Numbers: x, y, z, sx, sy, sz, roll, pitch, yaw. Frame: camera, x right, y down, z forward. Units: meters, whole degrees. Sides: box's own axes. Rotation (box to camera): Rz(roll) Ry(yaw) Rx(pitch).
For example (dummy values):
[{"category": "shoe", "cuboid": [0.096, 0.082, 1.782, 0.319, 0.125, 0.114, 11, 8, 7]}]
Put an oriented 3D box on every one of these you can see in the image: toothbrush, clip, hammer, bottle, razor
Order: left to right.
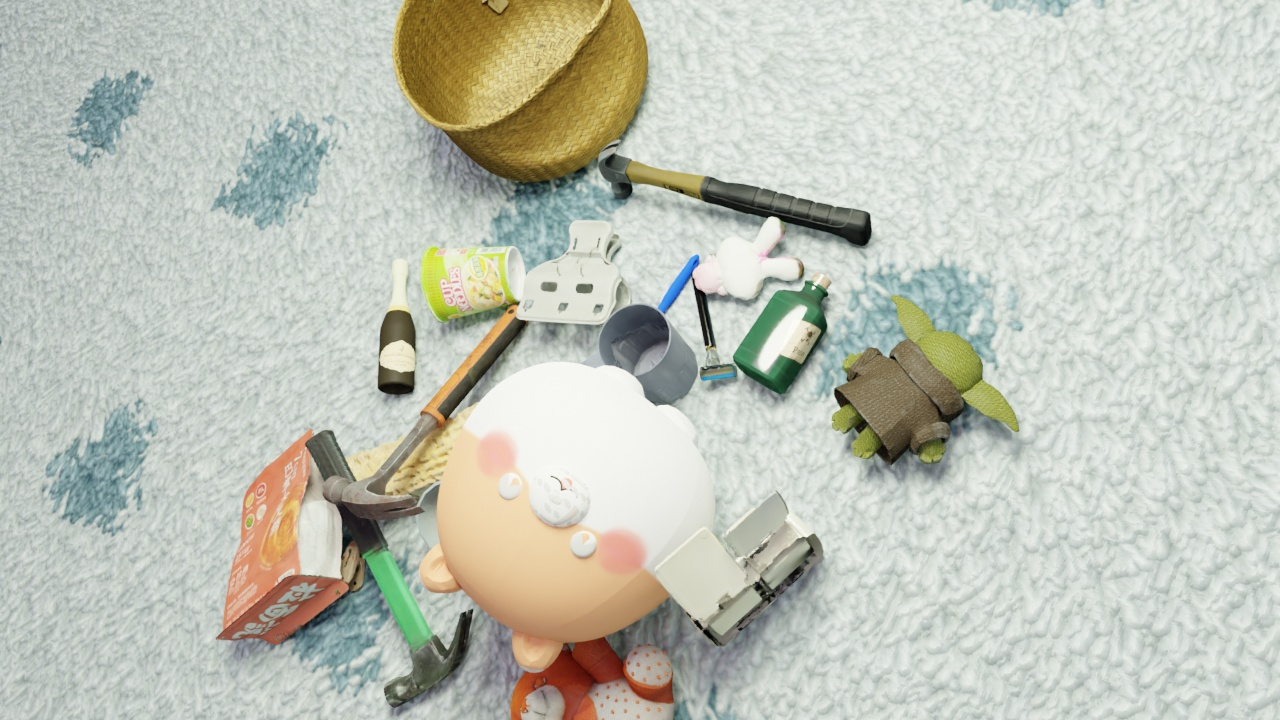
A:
[{"category": "clip", "cuboid": [-0.351, 0.245, 1.101, 0.024, 0.041, 0.060, -6, 73, 19]}, {"category": "hammer", "cuboid": [-0.300, 0.221, 1.048, 0.130, 0.032, 0.318, -34, 76, 11]}, {"category": "bottle", "cuboid": [-0.316, -0.048, 1.195, 0.045, 0.045, 0.184, -12, 66, 18]}, {"category": "hammer", "cuboid": [-0.219, 0.052, 1.056, 0.138, 0.035, 0.313, 9, 51, 39]}, {"category": "clip", "cuboid": [-0.068, -0.094, 1.115, 0.126, 0.096, 0.151, 6, 52, 23]}, {"category": "toothbrush", "cuboid": [0.015, -0.051, 1.075, 0.018, 0.016, 0.182, 31, 85, 34]}, {"category": "razor", "cuboid": [0.076, -0.039, 1.044, 0.043, 0.022, 0.144, -6, 60, -7]}, {"category": "hammer", "cuboid": [0.099, -0.190, 1.050, 0.333, 0.118, 0.025, 18, 77, 22]}, {"category": "bottle", "cuboid": [0.161, -0.036, 0.982, 0.061, 0.061, 0.131, 32, 85, 27]}]

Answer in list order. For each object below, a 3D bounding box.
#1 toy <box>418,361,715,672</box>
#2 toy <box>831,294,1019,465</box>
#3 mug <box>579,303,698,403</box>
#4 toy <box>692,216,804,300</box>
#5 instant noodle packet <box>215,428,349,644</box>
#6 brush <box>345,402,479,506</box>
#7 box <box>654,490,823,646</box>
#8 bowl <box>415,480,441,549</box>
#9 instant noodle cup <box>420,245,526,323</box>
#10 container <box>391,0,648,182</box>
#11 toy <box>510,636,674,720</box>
[{"category": "toy", "cuboid": [-0.070, 0.143, 0.886, 0.263, 0.266, 0.280, 37, 76, 8]}, {"category": "toy", "cuboid": [0.263, 0.033, 0.904, 0.152, 0.078, 0.179, -35, 62, -1]}, {"category": "mug", "cuboid": [-0.006, 0.006, 1.011, 0.124, 0.104, 0.083, -33, 62, 8]}, {"category": "toy", "cuboid": [0.118, -0.108, 1.037, 0.123, 0.038, 0.079, -19, 85, 14]}, {"category": "instant noodle packet", "cuboid": [-0.445, 0.210, 1.125, 0.165, 0.084, 0.220, -39, 50, 25]}, {"category": "brush", "cuboid": [-0.242, 0.119, 1.094, 0.272, 0.056, 0.083, -21, 63, 14]}, {"category": "box", "cuboid": [0.095, 0.190, 0.851, 0.143, 0.184, 0.050, -41, 59, -5]}, {"category": "bowl", "cuboid": [-0.199, 0.177, 1.047, 0.106, 0.039, 0.106, 3, 106, 10]}, {"category": "instant noodle cup", "cuboid": [-0.205, -0.101, 1.147, 0.108, 0.099, 0.098, -6, 68, 12]}, {"category": "container", "cuboid": [-0.144, -0.389, 1.170, 0.307, 0.196, 0.306, -7, 70, 20]}, {"category": "toy", "cuboid": [-0.056, 0.350, 0.908, 0.173, 0.092, 0.163, 6, 79, 27]}]
